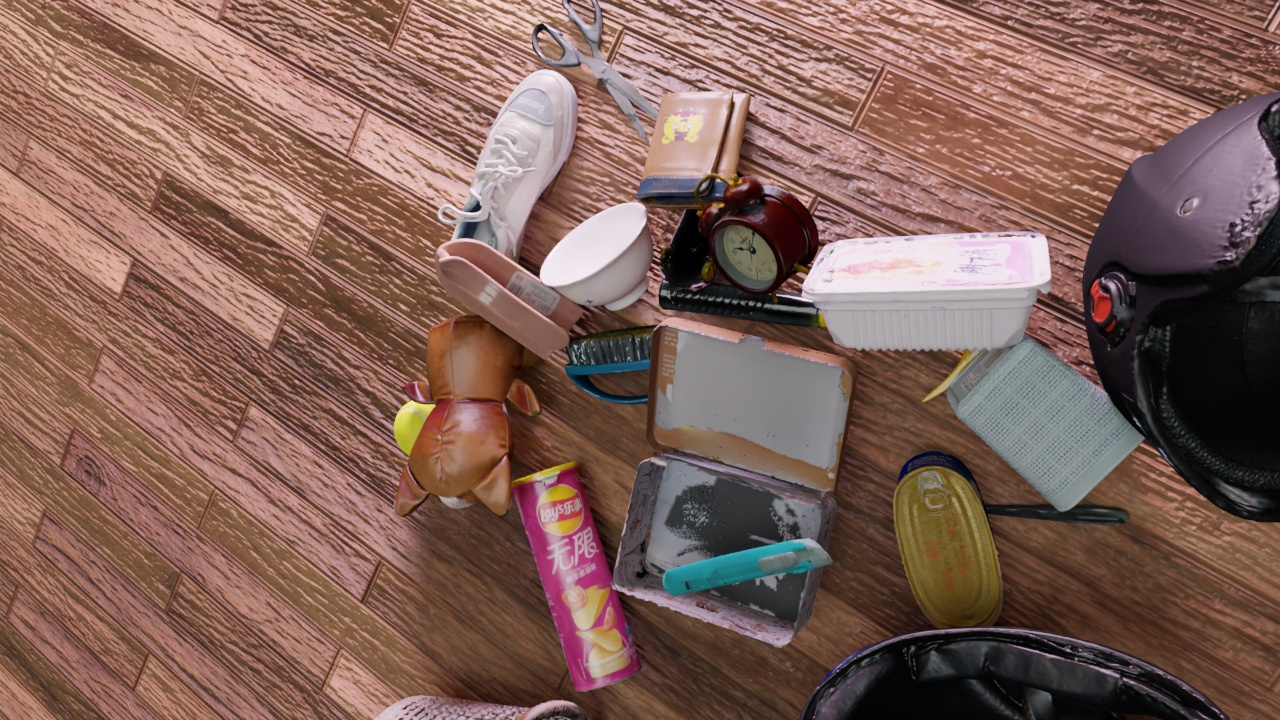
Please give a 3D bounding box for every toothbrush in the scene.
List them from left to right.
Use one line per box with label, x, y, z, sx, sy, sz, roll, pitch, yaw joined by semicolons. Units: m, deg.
toothbrush;0.308;0.126;0.768;0.181;0.018;0.015;0;89;21

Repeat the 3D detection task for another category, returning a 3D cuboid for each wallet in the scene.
wallet;0.050;-0.193;0.835;0.090;0.033;0.115;4;67;24

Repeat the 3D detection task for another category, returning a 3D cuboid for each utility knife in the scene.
utility knife;0.085;0.174;0.769;0.151;0.013;0.029;-19;90;25

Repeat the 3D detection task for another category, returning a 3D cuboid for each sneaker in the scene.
sneaker;-0.140;-0.174;0.904;0.089;0.090;0.242;25;101;19

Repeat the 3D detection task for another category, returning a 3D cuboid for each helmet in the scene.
helmet;0.270;0.324;0.666;0.316;0.240;0.246;-8;54;29
helmet;0.414;-0.041;0.604;0.233;0.230;0.275;18;99;-5

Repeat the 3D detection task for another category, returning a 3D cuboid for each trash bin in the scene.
trash bin;-0.171;0.423;0.887;0.192;0.227;0.227;3;93;35

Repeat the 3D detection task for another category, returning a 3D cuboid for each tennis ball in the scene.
tennis ball;-0.225;0.071;0.961;0.065;0.065;0.065;1;92;23

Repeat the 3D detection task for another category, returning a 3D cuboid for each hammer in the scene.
hammer;0.159;-0.042;0.815;0.301;0.032;0.129;9;94;22

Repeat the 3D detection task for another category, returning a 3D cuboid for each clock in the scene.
clock;0.094;-0.109;0.776;0.122;0.055;0.082;48;148;-2

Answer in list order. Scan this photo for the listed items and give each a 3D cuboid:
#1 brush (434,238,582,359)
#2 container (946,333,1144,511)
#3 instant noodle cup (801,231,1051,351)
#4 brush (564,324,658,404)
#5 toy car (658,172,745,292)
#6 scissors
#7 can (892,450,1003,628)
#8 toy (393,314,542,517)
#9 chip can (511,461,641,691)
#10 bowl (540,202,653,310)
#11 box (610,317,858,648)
brush;-0.128;-0.062;0.859;0.145;0.073;0.063;35;102;-22
container;0.307;0.040;0.712;0.111;0.090;0.090;39;106;2
instant noodle cup;0.222;-0.052;0.710;0.174;0.137;0.060;2;114;22
brush;-0.005;0.005;0.873;0.144;0.055;0.073;-5;95;22
toy car;0.061;-0.119;0.843;0.056;0.037;0.122;23;85;29
scissors;-0.043;-0.284;0.903;0.156;0.014;0.168;-1;94;21
can;0.254;0.149;0.758;0.075;0.049;0.148;-15;98;21
toy;-0.166;0.058;0.896;0.140;0.130;0.199;-9;58;19
chip can;-0.063;0.208;0.896;0.071;0.071;0.210;-21;85;22
bowl;-0.028;-0.087;0.867;0.118;0.118;0.065;-25;122;21
box;0.085;0.102;0.811;0.179;0.105;0.260;14;97;22
